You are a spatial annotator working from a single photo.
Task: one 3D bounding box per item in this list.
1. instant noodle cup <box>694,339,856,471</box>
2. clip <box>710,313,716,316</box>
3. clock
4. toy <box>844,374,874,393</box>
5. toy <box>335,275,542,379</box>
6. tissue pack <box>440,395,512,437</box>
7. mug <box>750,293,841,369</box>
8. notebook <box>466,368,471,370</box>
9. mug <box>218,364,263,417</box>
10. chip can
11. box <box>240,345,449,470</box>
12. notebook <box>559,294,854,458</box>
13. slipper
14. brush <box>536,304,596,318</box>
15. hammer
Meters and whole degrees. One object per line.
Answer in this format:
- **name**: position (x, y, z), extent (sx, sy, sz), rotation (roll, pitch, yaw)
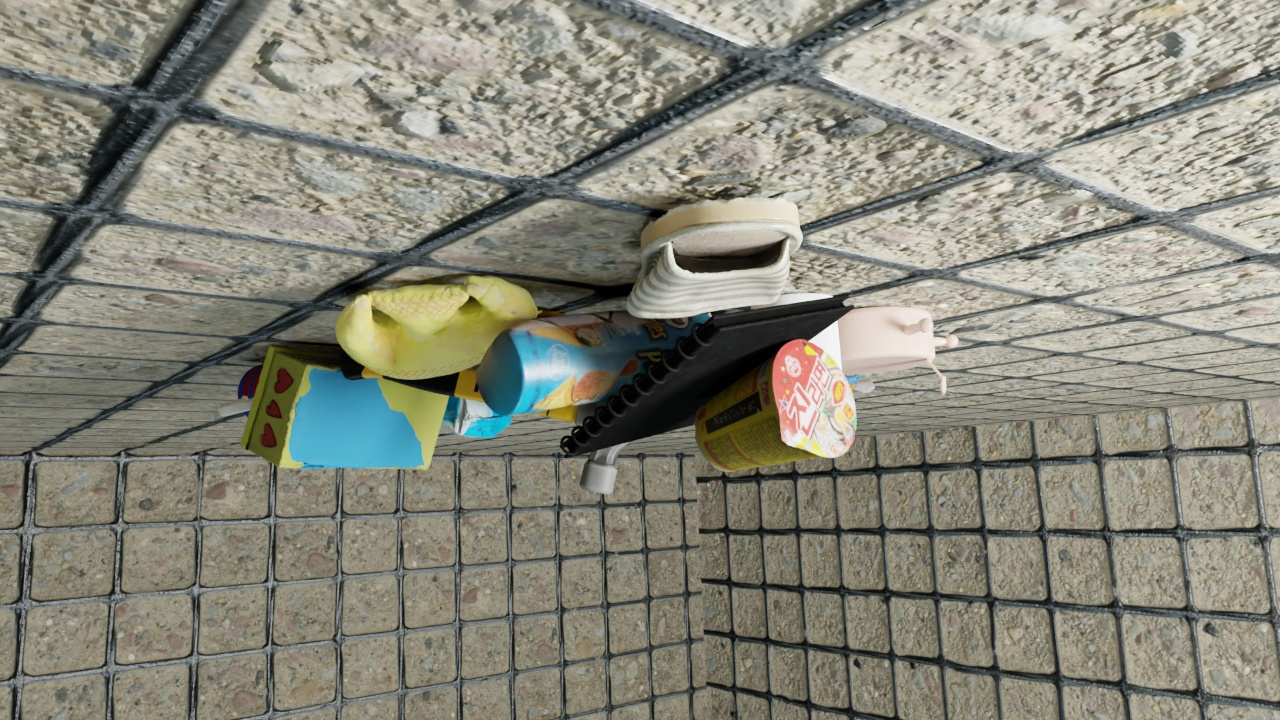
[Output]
- **instant noodle cup**: position (0.108, 0.048, 0.778), extent (0.100, 0.100, 0.113), rotation (5, 158, -39)
- **clip**: position (0.038, -0.021, 0.903), extent (0.118, 0.120, 0.033), rotation (-35, 173, -3)
- **clock**: position (0.235, -0.008, 0.956), extent (0.161, 0.086, 0.131), rotation (0, 174, 30)
- **toy**: position (0.219, 0.014, 1.152), extent (0.124, 0.096, 0.131), rotation (-13, 149, 26)
- **toy**: position (-0.166, -0.027, 0.777), extent (0.170, 0.064, 0.155), rotation (-10, 160, 1)
- **tissue pack**: position (-0.249, 0.061, 1.208), extent (0.144, 0.061, 0.092), rotation (17, 177, 29)
- **mug**: position (0.145, -0.003, 0.857), extent (0.082, 0.105, 0.082), rotation (-3, 172, -1)
- **notebook**: position (-0.162, 0.044, 1.200), extent (0.169, 0.029, 0.209), rotation (17, 178, 10)
- **mug**: position (-0.429, 0.042, 1.063), extent (0.076, 0.075, 0.111), rotation (-9, -170, 38)
- **chip can**: position (-0.027, -0.005, 0.786), extent (0.229, 0.080, 0.080), rotation (-8, 177, -41)
- **box**: position (-0.332, 0.060, 1.057), extent (0.079, 0.124, 0.220), rotation (19, -174, 35)
- **notebook**: position (0.048, 0.017, 0.774), extent (0.168, 0.019, 0.232), rotation (-11, 159, -40)
- **slipper**: position (0.044, -0.058, 0.662), extent (0.114, 0.054, 0.273), rotation (-7, 174, -6)
- **brush**: position (-0.098, -0.036, 0.869), extent (0.127, 0.017, 0.048), rotation (-8, 170, 32)
- **hammer**: position (-0.161, 0.025, 0.966), extent (0.324, 0.169, 0.034), rotation (12, 173, 5)
